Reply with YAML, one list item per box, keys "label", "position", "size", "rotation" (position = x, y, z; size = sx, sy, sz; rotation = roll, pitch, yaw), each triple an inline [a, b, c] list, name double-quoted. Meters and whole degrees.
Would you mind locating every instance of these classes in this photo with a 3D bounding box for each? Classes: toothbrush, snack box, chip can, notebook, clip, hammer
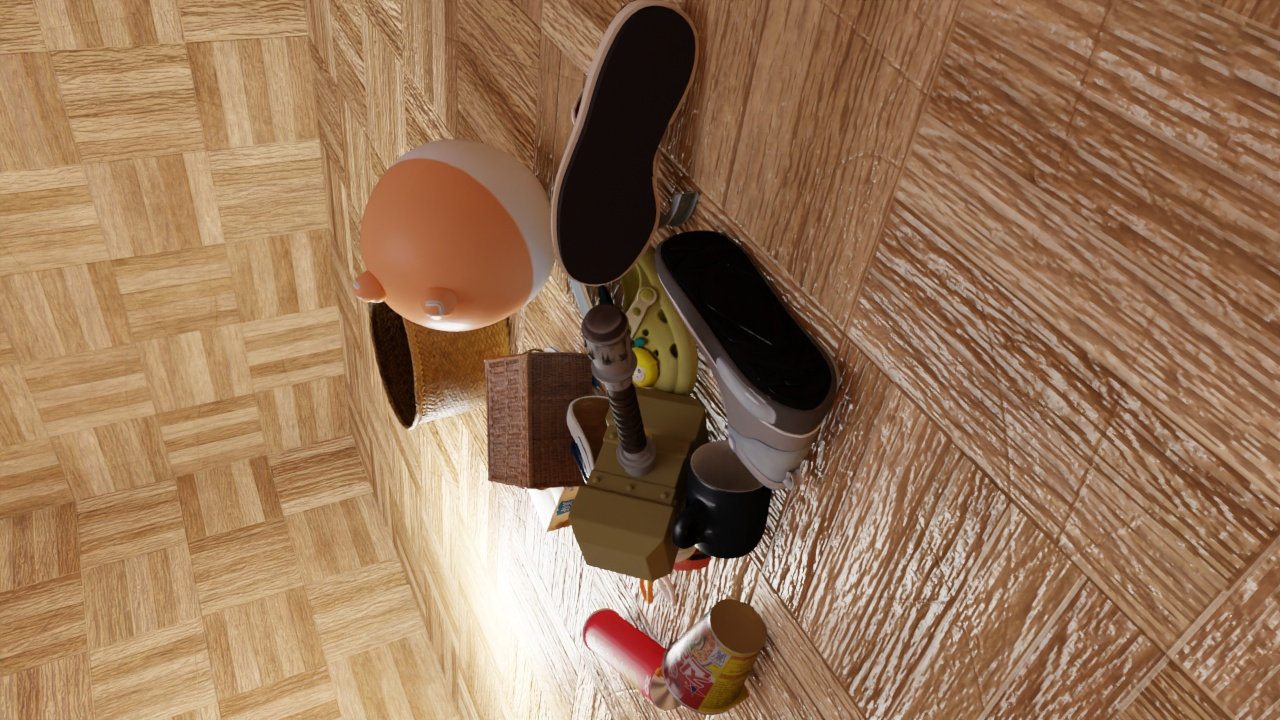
- label: "toothbrush"
  position: [-0.104, 0.009, 1.355]
  size: [0.167, 0.014, 0.016]
  rotation: [31, 130, 56]
- label: "snack box"
  position: [-0.138, 0.160, 1.452]
  size: [0.153, 0.055, 0.208]
  rotation: [63, 151, 26]
- label: "chip can"
  position: [-0.008, 0.418, 1.297]
  size: [0.221, 0.069, 0.069]
  rotation: [9, 110, 63]
- label: "notebook"
  position: [-0.065, -0.057, 1.142]
  size: [0.254, 0.009, 0.181]
  rotation: [84, 165, -73]
- label: "clip"
  position: [0.003, -0.211, 1.011]
  size: [0.169, 0.031, 0.164]
  rotation: [-20, 82, 63]
- label: "hammer"
  position: [-0.012, 0.059, 0.879]
  size: [0.325, 0.101, 0.189]
  rotation: [78, -153, -54]

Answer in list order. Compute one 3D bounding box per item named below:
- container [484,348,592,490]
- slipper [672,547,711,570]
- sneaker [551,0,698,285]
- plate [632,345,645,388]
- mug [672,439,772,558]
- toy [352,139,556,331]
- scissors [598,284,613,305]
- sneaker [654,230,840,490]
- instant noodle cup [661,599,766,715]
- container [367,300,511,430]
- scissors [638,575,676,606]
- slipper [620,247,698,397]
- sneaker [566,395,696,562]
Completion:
- label: "container"
  position: [-0.144, 0.083, 1.288]
  size: [0.113, 0.113, 0.198]
  rotation: [-2, 88, 48]
- label: "slipper"
  position: [-0.001, 0.230, 1.151]
  size: [0.249, 0.103, 0.059]
  rotation: [15, 101, 60]
- label: "sneaker"
  position: [-0.032, -0.227, 0.948]
  size: [0.116, 0.111, 0.294]
  rotation: [-115, 35, -58]
- label: "plate"
  position: [-0.007, 0.007, 1.118]
  size: [0.104, 0.026, 0.104]
  rotation: [178, 91, -82]
- label: "mug"
  position: [0.076, 0.150, 0.927]
  size: [0.085, 0.121, 0.095]
  rotation: [29, 131, 35]
- label: "toy"
  position: [-0.256, -0.160, 1.272]
  size: [0.263, 0.279, 0.266]
  rotation: [14, 136, 25]
- label: "scissors"
  position: [-0.038, -0.039, 1.166]
  size: [0.151, 0.019, 0.119]
  rotation: [-176, 81, -78]
- label: "sneaker"
  position: [0.088, 0.000, 0.882]
  size: [0.161, 0.093, 0.256]
  rotation: [92, 153, -47]
- label: "instant noodle cup"
  position: [0.087, 0.327, 1.034]
  size: [0.100, 0.100, 0.113]
  rotation: [58, 142, 34]
- label: "container"
  position: [-0.357, -0.046, 1.645]
  size: [0.307, 0.196, 0.307]
  rotation: [38, 134, 55]
- label: "scissors"
  position: [0.017, 0.291, 1.250]
  size: [0.131, 0.011, 0.125]
  rotation: [40, 138, 49]
- label: "slipper"
  position: [0.004, -0.039, 1.033]
  size: [0.092, 0.081, 0.190]
  rotation: [-40, 64, 60]
- label: "sneaker"
  position: [-0.014, 0.167, 1.122]
  size: [0.294, 0.120, 0.127]
  rotation: [-131, 41, -53]
